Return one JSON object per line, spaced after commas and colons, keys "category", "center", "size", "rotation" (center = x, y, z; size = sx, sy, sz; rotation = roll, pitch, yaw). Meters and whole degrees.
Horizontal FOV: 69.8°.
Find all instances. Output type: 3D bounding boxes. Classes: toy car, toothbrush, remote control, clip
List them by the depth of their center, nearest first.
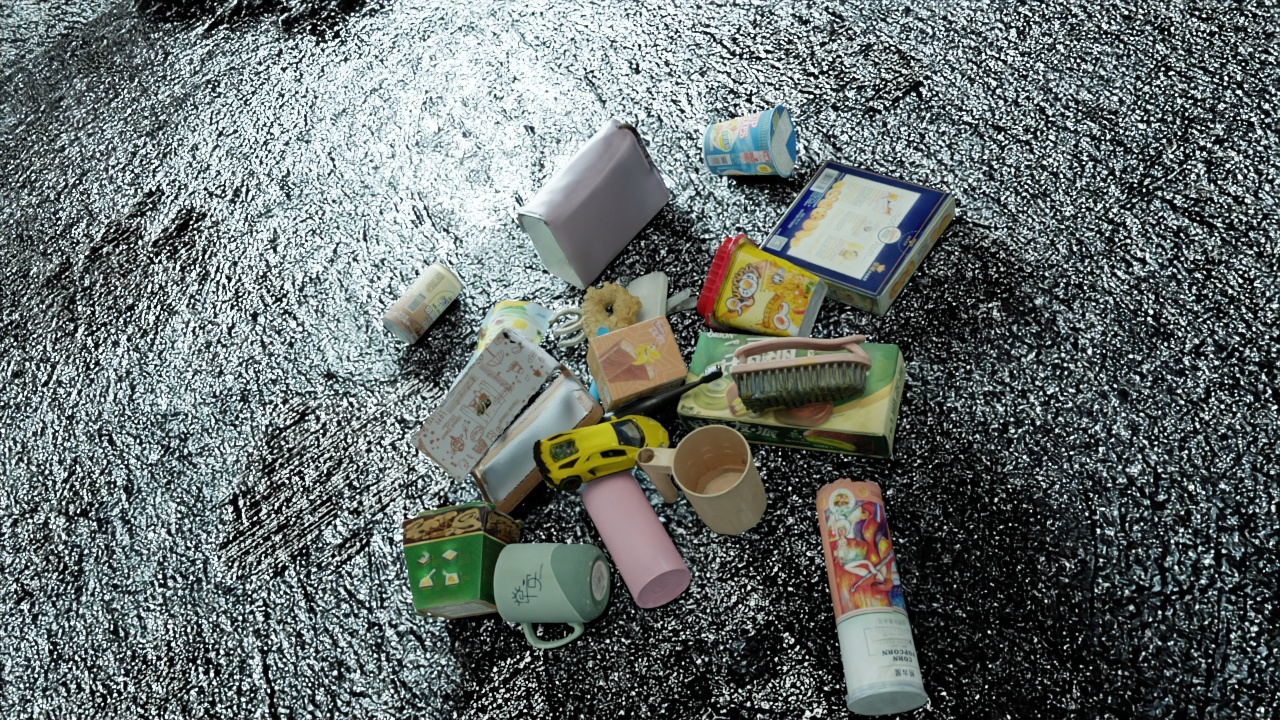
{"category": "toy car", "center": [-0.042, 0.097, 1.022], "size": [0.155, 0.041, 0.071], "rotation": [-13, 43, -11]}
{"category": "toothbrush", "center": [0.002, 0.055, 1.063], "size": [0.213, 0.026, 0.027], "rotation": [-27, 30, 21]}
{"category": "remote control", "center": [0.006, -0.054, 1.196], "size": [0.056, 0.019, 0.134], "rotation": [-17, 51, 30]}
{"category": "clip", "center": [0.046, -0.073, 1.206], "size": [0.056, 0.028, 0.024], "rotation": [-23, 48, 17]}
{"category": "clip", "center": [-0.069, -0.047, 1.223], "size": [0.103, 0.034, 0.076], "rotation": [-15, 49, 1]}

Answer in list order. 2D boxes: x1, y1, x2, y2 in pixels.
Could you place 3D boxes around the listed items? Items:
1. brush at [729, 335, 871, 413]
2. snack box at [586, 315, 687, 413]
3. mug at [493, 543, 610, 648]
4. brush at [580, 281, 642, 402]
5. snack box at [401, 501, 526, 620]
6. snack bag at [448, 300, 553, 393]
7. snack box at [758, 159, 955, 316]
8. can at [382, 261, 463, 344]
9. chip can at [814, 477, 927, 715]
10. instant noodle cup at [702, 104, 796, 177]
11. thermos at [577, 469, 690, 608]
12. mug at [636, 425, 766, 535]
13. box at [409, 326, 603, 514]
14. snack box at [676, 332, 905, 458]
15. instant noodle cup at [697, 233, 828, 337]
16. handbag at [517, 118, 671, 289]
{"category": "brush", "center": [0.172, 0.009, 0.981], "size": [0.146, 0.063, 0.073], "rotation": [-9, 65, 16]}
{"category": "snack box", "center": [-0.006, 0.006, 1.087], "size": [0.094, 0.093, 0.077], "rotation": [-19, 79, -10]}
{"category": "mug", "center": [-0.092, 0.254, 0.990], "size": [0.106, 0.082, 0.111], "rotation": [-4, 85, 18]}
{"category": "brush", "center": [-0.053, 0.014, 1.151], "size": [0.083, 0.046, 0.254], "rotation": [3, 68, 20]}
{"category": "snack box", "center": [-0.197, 0.230, 1.032], "size": [0.118, 0.118, 0.105], "rotation": [-12, 65, 13]}
{"category": "snack bag", "center": [-0.192, 0.006, 1.229], "size": [0.110, 0.039, 0.190], "rotation": [10, 63, 22]}
{"category": "snack box", "center": [0.269, -0.159, 1.159], "size": [0.183, 0.046, 0.177], "rotation": [26, 69, 34]}
{"category": "can", "center": [-0.314, -0.083, 1.325], "size": [0.058, 0.058, 0.116], "rotation": [26, 68, 34]}
{"category": "chip can", "center": [0.218, 0.224, 0.889], "size": [0.071, 0.071, 0.214], "rotation": [-13, 52, 13]}
{"category": "instant noodle cup", "center": [0.149, -0.299, 1.282], "size": [0.110, 0.099, 0.099], "rotation": [0, 56, 30]}
{"category": "thermos", "center": [-0.026, 0.175, 1.013], "size": [0.198, 0.087, 0.067], "rotation": [56, 130, 37]}
{"category": "mug", "center": [0.069, 0.131, 0.992], "size": [0.125, 0.103, 0.084], "rotation": [0, 56, 22]}
{"category": "box", "center": [-0.151, 0.077, 1.098], "size": [0.158, 0.148, 0.181], "rotation": [40, 92, 0]}
{"category": "snack box", "center": [0.170, 0.037, 1.045], "size": [0.240, 0.063, 0.114], "rotation": [5, 60, 26]}
{"category": "instant noodle cup", "center": [0.149, -0.078, 1.100], "size": [0.124, 0.116, 0.116], "rotation": [22, 94, 20]}
{"category": "handbag", "center": [-0.067, -0.218, 1.270], "size": [0.098, 0.145, 0.196], "rotation": [30, 70, 32]}
